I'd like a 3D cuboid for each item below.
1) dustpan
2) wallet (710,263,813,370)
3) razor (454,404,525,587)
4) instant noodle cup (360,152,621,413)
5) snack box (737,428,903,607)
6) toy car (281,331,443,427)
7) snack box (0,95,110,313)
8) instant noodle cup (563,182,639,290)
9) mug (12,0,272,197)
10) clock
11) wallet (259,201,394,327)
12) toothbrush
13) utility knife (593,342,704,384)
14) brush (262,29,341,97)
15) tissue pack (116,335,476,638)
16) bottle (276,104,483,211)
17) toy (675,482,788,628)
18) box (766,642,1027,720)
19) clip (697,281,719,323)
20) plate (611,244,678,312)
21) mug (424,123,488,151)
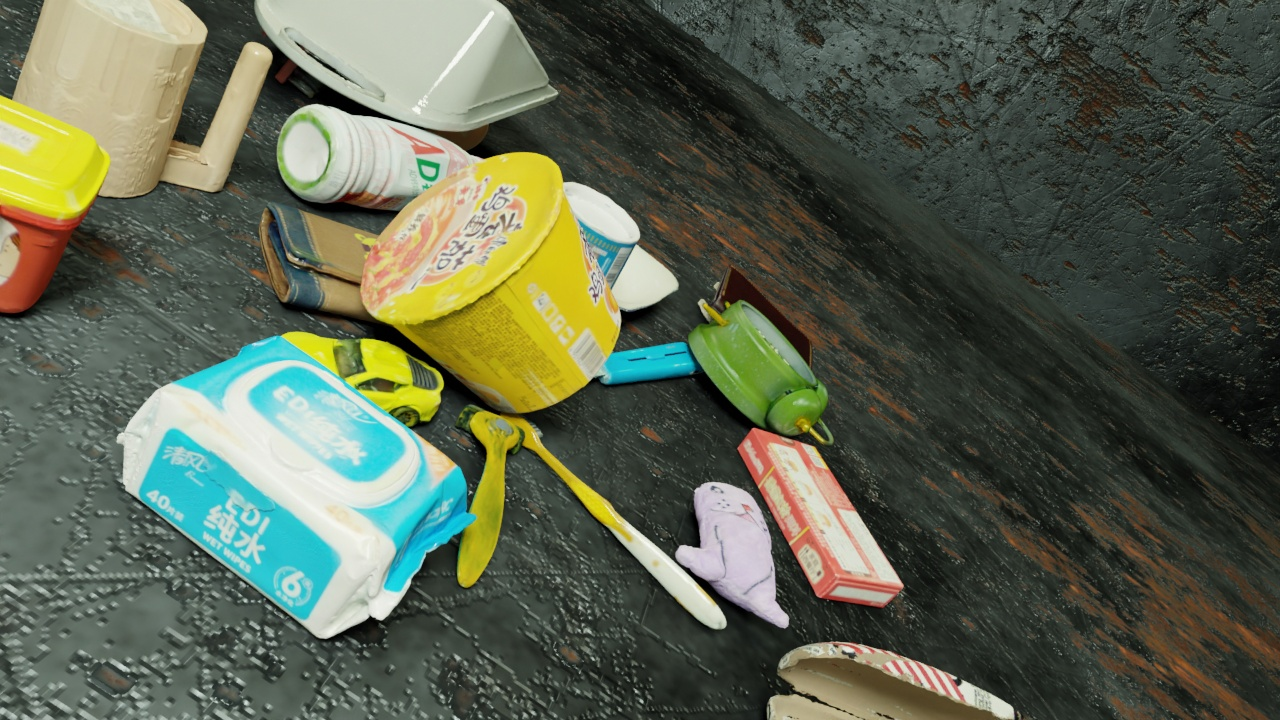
[{"bbox_3d":[-0.208,-0.274,0.806,0.222,0.142,0.257,35,0,-1],"label":"dustpan"},{"bbox_3d":[0.123,-0.036,0.909,0.122,0.020,0.096,42,28,-11],"label":"wallet"},{"bbox_3d":[-0.086,0.072,0.508,0.043,0.028,0.132,31,27,-20],"label":"razor"},{"bbox_3d":[-0.083,-0.042,0.564,0.110,0.138,0.138,56,8,-41],"label":"instant noodle cup"},{"bbox_3d":[0.136,0.119,0.710,0.075,0.026,0.152,17,31,-34],"label":"snack box"},{"bbox_3d":[-0.160,0.007,0.516,0.105,0.032,0.048,13,34,-38],"label":"toy car"},{"bbox_3d":[-0.302,-0.072,0.412,0.091,0.080,0.082,23,27,-28],"label":"snack box"},{"bbox_3d":[-0.057,-0.070,0.690,0.099,0.110,0.099,30,26,-16],"label":"instant noodle cup"},{"bbox_3d":[-0.294,-0.159,0.546,0.124,0.104,0.084,8,37,-45],"label":"mug"},{"bbox_3d":[0.112,0.014,0.803,0.161,0.056,0.116,49,17,7],"label":"clock"},{"bbox_3d":[-0.185,-0.058,0.600,0.115,0.033,0.090,17,30,-43],"label":"wallet"},{"bbox_3d":[-0.018,0.095,0.566,0.191,0.016,0.018,42,17,13],"label":"toothbrush"},{"bbox_3d":[-0.004,0.004,0.739,0.034,0.018,0.190,47,27,21],"label":"utility knife"},{"bbox_3d":[-0.293,-0.295,0.834,0.069,0.063,0.145,41,20,-22],"label":"brush"},{"bbox_3d":[-0.149,0.051,0.414,0.140,0.063,0.089,37,25,1],"label":"tissue pack"},{"bbox_3d":[-0.186,-0.152,0.721,0.068,0.068,0.196,45,23,18],"label":"bottle"},{"bbox_3d":[0.058,0.117,0.595,0.084,0.039,0.107,35,25,-12],"label":"toy"},{"bbox_3d":[0.143,0.218,0.511,0.162,0.077,0.087,26,53,-23],"label":"box"},{"bbox_3d":[0.110,-0.036,0.940,0.104,0.035,0.082,46,27,9],"label":"clip"},{"bbox_3d":[-0.053,-0.096,0.831,0.163,0.034,0.164,41,26,10],"label":"plate"},{"bbox_3d":[-0.194,-0.263,0.900,0.078,0.078,0.122,13,39,-41],"label":"mug"}]
